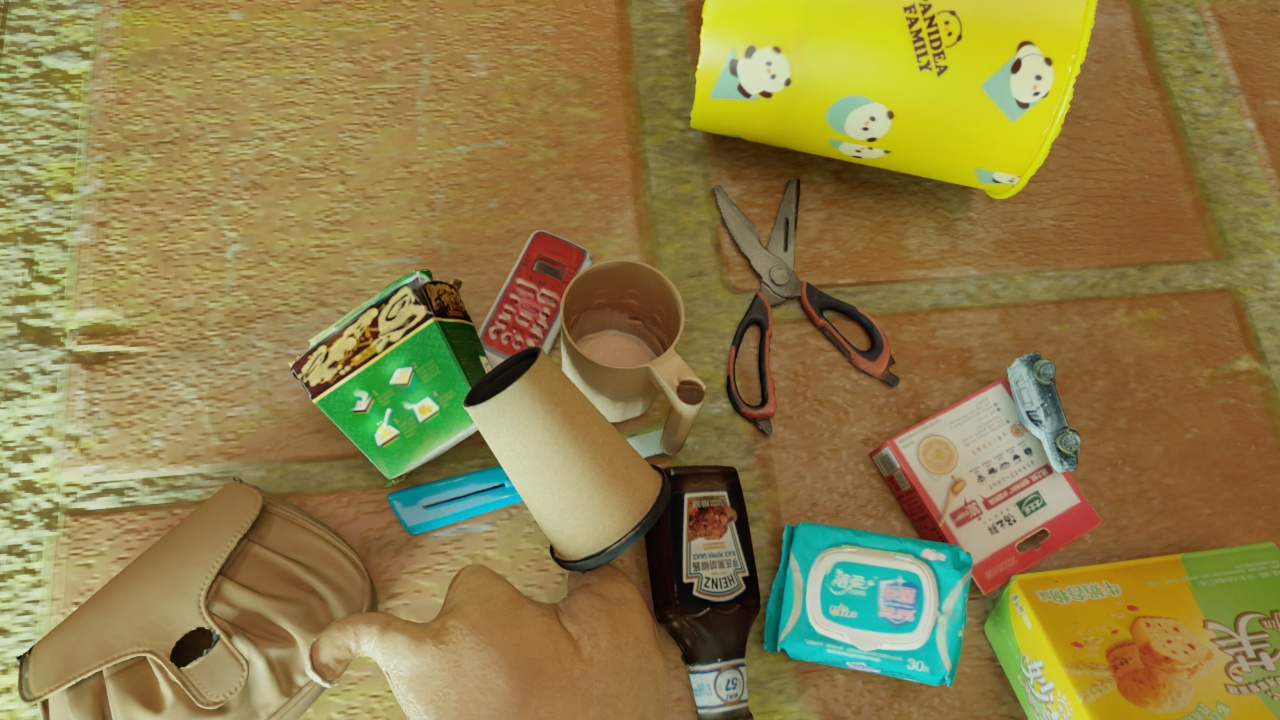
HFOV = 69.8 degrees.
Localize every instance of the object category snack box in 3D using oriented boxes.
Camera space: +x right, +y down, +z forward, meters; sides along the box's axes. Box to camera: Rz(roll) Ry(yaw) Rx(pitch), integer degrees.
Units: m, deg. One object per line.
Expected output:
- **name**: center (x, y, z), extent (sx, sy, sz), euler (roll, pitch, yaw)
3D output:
- **snack box**: center (-0.154, 0.014, 0.635), extent (0.117, 0.118, 0.105), euler (-34, 89, 4)
- **snack box**: center (0.366, 0.213, 0.611), extent (0.210, 0.070, 0.157), euler (-6, 42, -7)
- **snack box**: center (0.256, 0.094, 0.686), extent (0.113, 0.044, 0.127), euler (-25, 75, -14)

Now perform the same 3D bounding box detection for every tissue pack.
- **tissue pack**: center (0.156, 0.166, 0.634), extent (0.134, 0.050, 0.093), euler (5, 71, 19)

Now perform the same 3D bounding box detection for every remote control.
- **remote control**: center (-0.086, -0.037, 0.708), extent (0.056, 0.020, 0.135), euler (25, 71, 2)

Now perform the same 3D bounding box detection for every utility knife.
- **utility knife**: center (-0.075, 0.083, 0.672), extent (0.214, 0.018, 0.034), euler (-15, 73, -12)

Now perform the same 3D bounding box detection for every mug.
- **mug**: center (-0.004, 0.004, 0.652), extent (0.084, 0.104, 0.124), euler (-35, 73, -20)

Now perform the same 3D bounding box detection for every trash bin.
- **trash bin**: center (0.176, -0.256, 0.707), extent (0.255, 0.230, 0.229), euler (8, 71, 2)

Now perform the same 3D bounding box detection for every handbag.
- **handbag**: center (-0.273, 0.178, 0.576), extent (0.148, 0.100, 0.204), euler (43, 69, 6)

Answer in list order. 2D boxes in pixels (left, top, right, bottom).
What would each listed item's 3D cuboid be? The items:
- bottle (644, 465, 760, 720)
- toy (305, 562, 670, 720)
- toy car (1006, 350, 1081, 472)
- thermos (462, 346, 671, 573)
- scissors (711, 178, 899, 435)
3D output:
- **bottle**: center (0.047, 0.171, 0.633), extent (0.079, 0.044, 0.194), euler (3, 70, -32)
- **toy**: center (-0.085, 0.195, 0.569), extent (0.225, 0.083, 0.143), euler (3, 46, -29)
- **toy car**: center (0.293, 0.038, 0.665), extent (0.034, 0.043, 0.090), euler (-18, 68, 15)
- **thermos**: center (-0.047, 0.065, 0.590), extent (0.093, 0.093, 0.143), euler (-41, 109, -16)
- **scissors**: center (0.115, -0.047, 0.735), extent (0.227, 0.015, 0.188), euler (43, 73, 10)
